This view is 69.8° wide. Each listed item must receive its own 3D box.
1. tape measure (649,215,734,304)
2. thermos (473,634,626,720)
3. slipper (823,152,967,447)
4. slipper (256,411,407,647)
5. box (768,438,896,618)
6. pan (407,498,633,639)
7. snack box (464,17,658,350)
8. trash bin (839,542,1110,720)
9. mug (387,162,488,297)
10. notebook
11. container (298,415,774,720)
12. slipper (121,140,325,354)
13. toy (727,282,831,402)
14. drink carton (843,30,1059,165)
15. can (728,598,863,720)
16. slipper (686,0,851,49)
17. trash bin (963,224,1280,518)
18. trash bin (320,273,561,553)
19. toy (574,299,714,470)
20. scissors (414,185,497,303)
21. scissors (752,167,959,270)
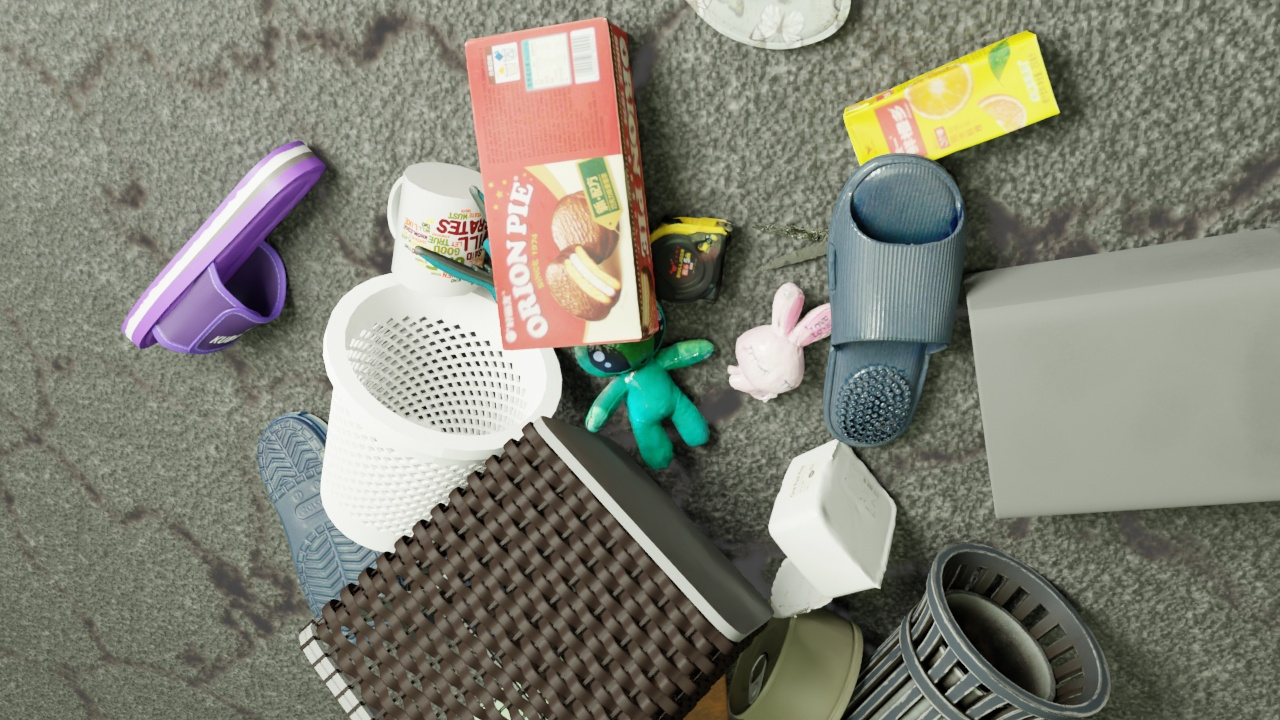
[{"bbox_3d":[0.036,-0.083,0.750,0.072,0.042,0.072,10,119,5],"label":"tape measure"},{"bbox_3d":[-0.085,0.356,0.981,0.232,0.082,0.082,-36,102,28],"label":"thermos"},{"bbox_3d":[0.192,-0.023,0.695,0.101,0.082,0.264,-1,125,1],"label":"slipper"},{"bbox_3d":[-0.304,0.168,0.945,0.105,0.095,0.253,-22,92,8],"label":"slipper"},{"bbox_3d":[0.148,0.161,0.813,0.137,0.108,0.128,-28,109,40],"label":"box"},{"bbox_3d":[-0.108,0.233,0.960,0.357,0.021,0.199,6,117,11],"label":"pan"},{"bbox_3d":[-0.058,-0.129,0.703,0.113,0.060,0.236,-4,97,15],"label":"snack box"},{"bbox_3d":[0.267,0.299,0.817,0.164,0.163,0.228,28,123,0],"label":"trash bin"},{"bbox_3d":[-0.177,-0.117,0.777,0.105,0.073,0.090,33,123,27],"label":"mug"},{"bbox_3d":[0.004,0.387,0.952,0.178,0.014,0.250,-9,129,-1],"label":"notebook"},{"bbox_3d":[-0.064,0.216,0.749,0.244,0.247,0.245,-46,72,3],"label":"container"},{"bbox_3d":[-0.359,-0.074,0.827,0.267,0.107,0.084,-40,101,23],"label":"slipper"},{"bbox_3d":[0.116,-0.010,0.762,0.063,0.047,0.110,25,115,-12],"label":"toy"},{"bbox_3d":[0.217,-0.178,0.653,0.135,0.042,0.058,-20,107,22],"label":"drink carton"},{"bbox_3d":[0.144,0.287,0.858,0.073,0.127,0.128,26,120,-1],"label":"can"},{"bbox_3d":[0.031,-0.312,0.629,0.269,0.054,0.098,43,121,-7],"label":"slipper"},{"bbox_3d":[0.367,0.015,0.679,0.220,0.097,0.192,-8,114,20],"label":"trash bin"},{"bbox_3d":[-0.197,0.061,0.814,0.195,0.194,0.200,30,129,-1],"label":"trash bin"},{"bbox_3d":[-0.005,0.005,0.793,0.130,0.072,0.193,-32,112,-14],"label":"toy"},{"bbox_3d":[-0.124,-0.081,0.755,0.019,0.124,0.157,42,142,42],"label":"scissors"},{"bbox_3d":[0.180,-0.093,0.721,0.162,0.012,0.158,41,117,-7],"label":"scissors"}]
